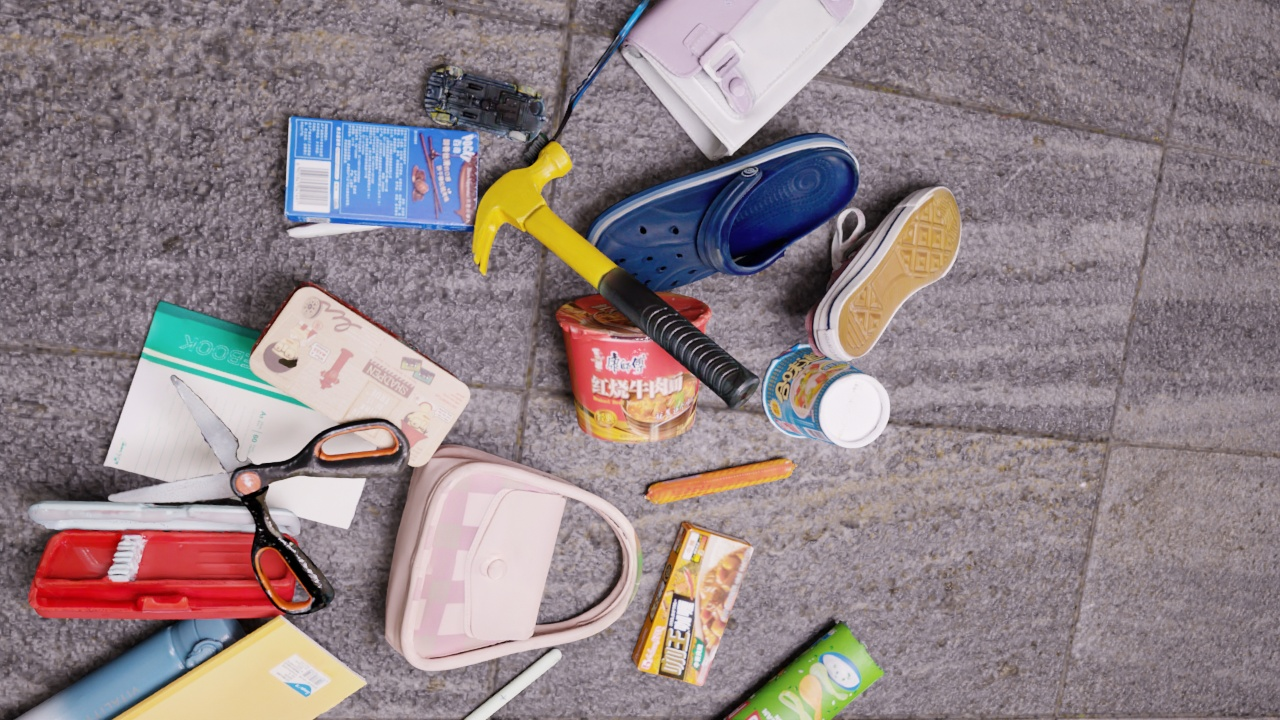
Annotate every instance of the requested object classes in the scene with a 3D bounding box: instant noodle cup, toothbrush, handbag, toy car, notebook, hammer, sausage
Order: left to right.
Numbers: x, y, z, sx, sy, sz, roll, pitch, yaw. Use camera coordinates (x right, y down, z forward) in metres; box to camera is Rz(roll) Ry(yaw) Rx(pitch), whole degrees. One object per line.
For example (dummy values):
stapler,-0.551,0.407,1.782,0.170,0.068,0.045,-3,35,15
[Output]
notebook,-0.364,0.312,0.799,0.206,0.010,0.146,-32,137,-7
notebook,-0.336,0.051,0.806,0.209,0.012,0.150,19,92,-16
toothbrush,-0.214,-0.127,0.807,0.187,0.016,0.017,-9,93,-13
toothbrush,-0.152,0.346,0.894,0.189,0.029,0.020,-39,65,-7
toy car,-0.135,-0.222,0.804,0.105,0.031,0.049,12,95,-12
handbag,-0.109,0.188,0.855,0.234,0.093,0.193,12,96,-23
toothbrush,-0.046,-0.246,0.800,0.016,0.014,0.190,39,111,-3
hammer,-0.024,-0.064,0.746,0.128,0.033,0.301,-44,65,-12
instant noodle cup,-0.005,0.005,0.827,0.137,0.138,0.109,-6,109,-14
sausage,0.081,0.120,0.917,0.165,0.021,0.021,-9,100,-13
handbag,0.097,-0.300,0.822,0.197,0.098,0.145,-45,98,-2
instant noodle cup,0.182,0.039,0.885,0.099,0.110,0.099,-2,100,-14

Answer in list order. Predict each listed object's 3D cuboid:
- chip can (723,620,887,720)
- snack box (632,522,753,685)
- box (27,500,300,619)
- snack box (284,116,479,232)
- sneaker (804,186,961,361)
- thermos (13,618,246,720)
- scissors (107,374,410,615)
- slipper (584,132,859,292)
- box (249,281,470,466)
chip can,0.142,0.369,0.946,0.236,0.072,0.072,-37,105,-7
snack box,0.053,0.246,0.927,0.075,0.026,0.154,19,93,-16
box,-0.390,0.152,0.759,0.201,0.095,0.100,4,135,-16
snack box,-0.219,-0.158,0.786,0.157,0.026,0.084,2,86,-13
sneaker,0.224,-0.088,0.891,0.240,0.088,0.118,-45,120,-27
thermos,-0.444,0.287,0.783,0.220,0.070,0.070,-32,105,-7
scissors,-0.293,0.103,0.734,0.220,0.022,0.233,-24,110,-11
slipper,0.079,-0.115,0.813,0.253,0.095,0.105,-22,132,4
box,-0.241,0.012,0.786,0.168,0.078,0.091,36,85,-21
